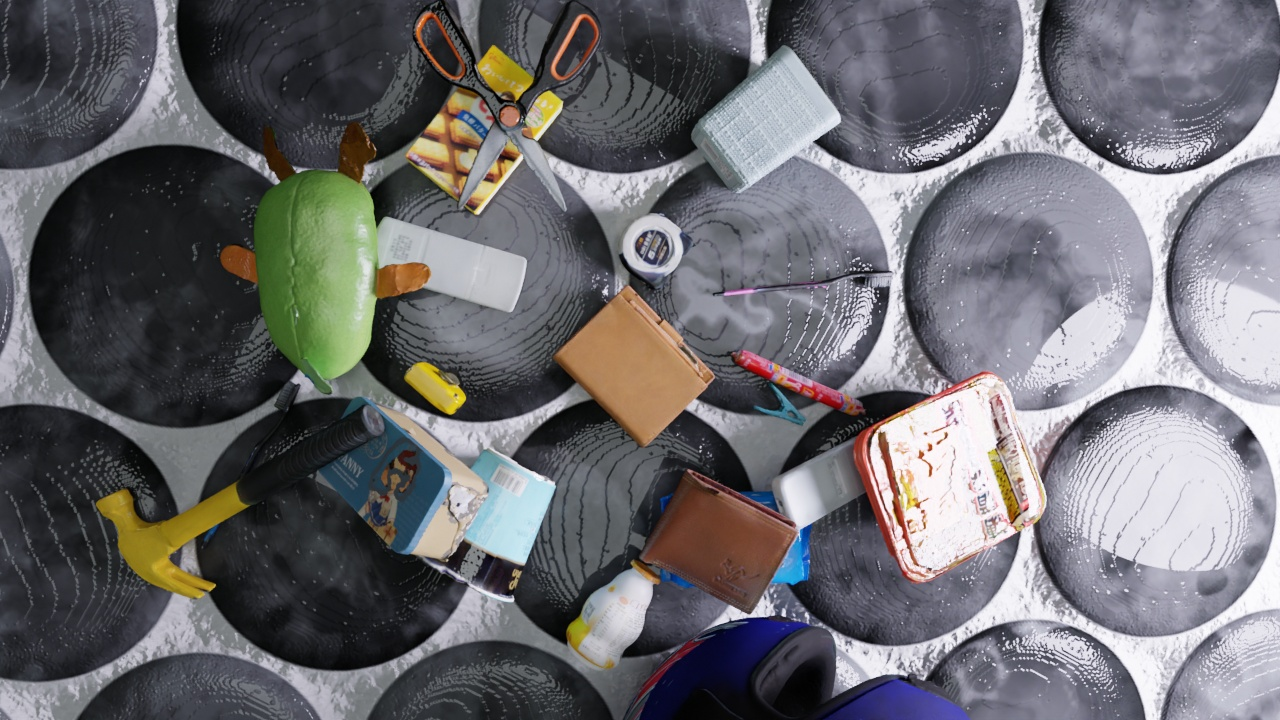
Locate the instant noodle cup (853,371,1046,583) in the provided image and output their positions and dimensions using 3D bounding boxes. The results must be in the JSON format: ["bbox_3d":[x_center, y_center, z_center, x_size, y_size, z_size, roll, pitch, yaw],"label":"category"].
[{"bbox_3d":[0.297,0.115,0.915,0.188,0.079,0.164,-22,94,-19],"label":"instant noodle cup"}]

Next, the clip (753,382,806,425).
[{"bbox_3d":[0.146,0.050,0.944,0.054,0.013,0.034,36,90,-4],"label":"clip"}]

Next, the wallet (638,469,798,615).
[{"bbox_3d":[0.074,0.175,0.877,0.124,0.032,0.101,27,101,4],"label":"wallet"}]

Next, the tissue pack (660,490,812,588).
[{"bbox_3d":[0.097,0.178,0.926,0.157,0.052,0.095,0,95,-5],"label":"tissue pack"}]

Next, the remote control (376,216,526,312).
[{"bbox_3d":[-0.189,-0.094,0.902,0.150,0.021,0.058,17,91,-6],"label":"remote control"}]

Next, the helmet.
[{"bbox_3d":[0.118,0.356,0.841,0.315,0.247,0.240,-42,52,3],"label":"helmet"}]

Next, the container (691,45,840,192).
[{"bbox_3d":[0.116,-0.227,0.890,0.111,0.090,0.090,-39,95,1],"label":"container"}]

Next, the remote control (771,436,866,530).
[{"bbox_3d":[0.188,0.121,0.919,0.135,0.020,0.056,-21,93,-33],"label":"remote control"}]

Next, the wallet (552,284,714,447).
[{"bbox_3d":[-0.005,0.005,0.919,0.108,0.031,0.132,-45,96,1],"label":"wallet"}]

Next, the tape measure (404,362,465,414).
[{"bbox_3d":[-0.195,0.024,0.889,0.060,0.057,0.029,42,91,-1],"label":"tape measure"}]

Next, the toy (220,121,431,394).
[{"bbox_3d":[-0.300,-0.096,0.857,0.227,0.089,0.247,7,100,20],"label":"toy"}]

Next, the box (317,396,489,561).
[{"bbox_3d":[-0.225,0.105,0.849,0.184,0.061,0.090,28,89,37],"label":"box"}]

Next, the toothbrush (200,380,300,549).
[{"bbox_3d":[-0.385,0.102,0.900,0.016,0.014,0.189,31,91,-5],"label":"toothbrush"}]

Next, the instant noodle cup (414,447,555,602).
[{"bbox_3d":[-0.143,0.153,0.885,0.111,0.111,0.120,29,81,-6],"label":"instant noodle cup"}]

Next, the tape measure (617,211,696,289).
[{"bbox_3d":[0.011,-0.112,0.913,0.066,0.033,0.065,40,87,-8],"label":"tape measure"}]

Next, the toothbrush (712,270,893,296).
[{"bbox_3d":[0.167,-0.075,0.939,0.189,0.014,0.018,-7,106,-4],"label":"toothbrush"}]

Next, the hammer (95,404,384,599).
[{"bbox_3d":[-0.366,0.123,0.855,0.301,0.032,0.129,-29,96,14],"label":"hammer"}]

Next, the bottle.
[{"bbox_3d":[-0.024,0.252,0.913,0.063,0.063,0.108,36,90,-6],"label":"bottle"}]

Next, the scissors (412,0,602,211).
[{"bbox_3d":[-0.123,-0.252,0.871,0.221,0.021,0.234,-42,96,2],"label":"scissors"}]

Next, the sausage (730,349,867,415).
[{"bbox_3d":[0.163,0.024,0.940,0.156,0.020,0.020,24,90,-6],"label":"sausage"}]

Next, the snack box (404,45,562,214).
[{"bbox_3d":[-0.151,-0.223,0.894,0.087,0.034,0.140,39,87,-7],"label":"snack box"}]
